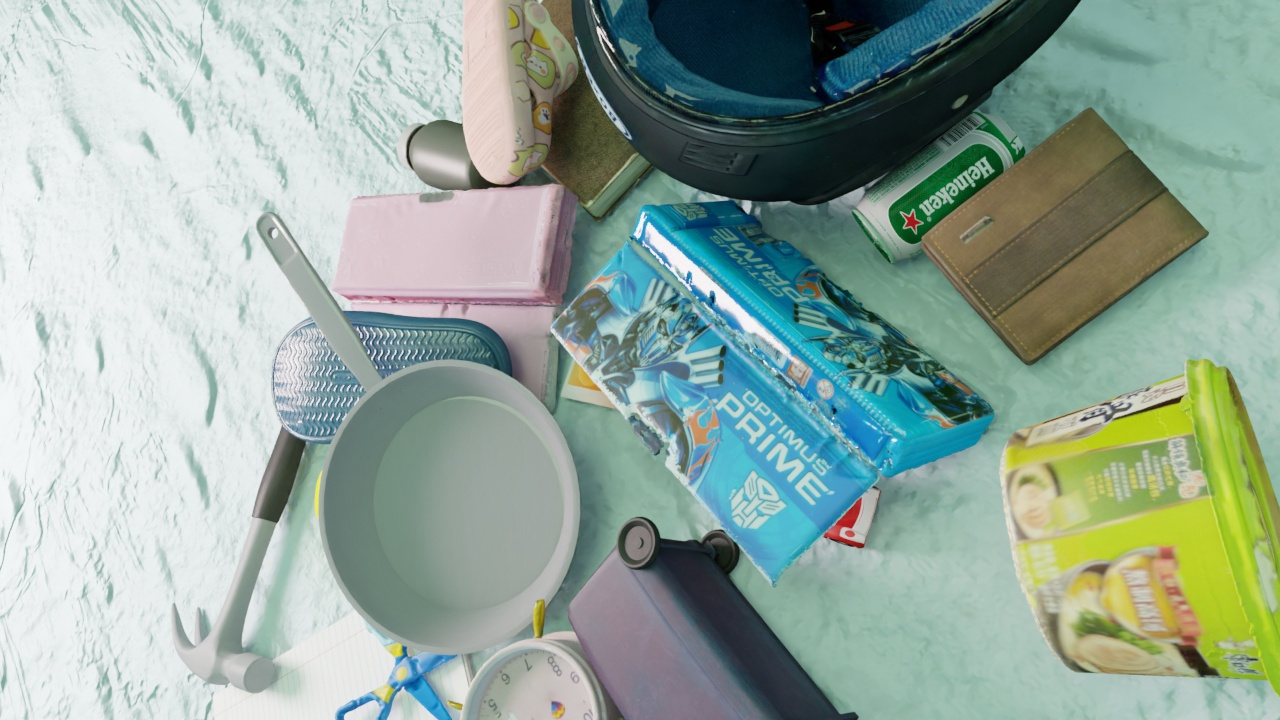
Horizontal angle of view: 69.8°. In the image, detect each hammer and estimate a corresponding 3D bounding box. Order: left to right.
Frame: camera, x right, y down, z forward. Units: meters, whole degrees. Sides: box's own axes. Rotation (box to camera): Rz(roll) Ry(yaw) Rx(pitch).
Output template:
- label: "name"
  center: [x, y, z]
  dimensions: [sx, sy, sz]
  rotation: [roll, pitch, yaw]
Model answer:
- label: "hammer"
  center: [-0.315, 0.113, 0.782]
  dimensions: [0.125, 0.029, 0.310]
  rotation: [2, 70, 34]

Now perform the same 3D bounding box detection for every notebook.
- label: "notebook"
  center: [-0.219, 0.282, 0.673]
  dimensions: [0.246, 0.013, 0.177]
  rotation: [-32, 57, 15]
- label: "notebook"
  center: [-0.029, -0.238, 0.757]
  dimensions: [0.190, 0.034, 0.215]
  rotation: [-45, 56, 6]

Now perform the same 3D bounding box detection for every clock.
- label: "clock"
  center: [-0.045, 0.239, 0.562]
  dimensions: [0.117, 0.058, 0.158]
  rotation: [-48, 56, 5]

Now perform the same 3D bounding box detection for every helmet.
- label: "helmet"
  center: [0.116, -0.237, 0.549]
  dimensions: [0.317, 0.235, 0.249]
  rotation: [-30, 90, 17]

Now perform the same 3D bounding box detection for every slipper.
- label: "slipper"
  center: [-0.196, 0.008, 0.717]
  dimensions: [0.214, 0.059, 0.104]
  rotation: [-5, 96, 17]
- label: "slipper"
  center: [-0.093, -0.230, 0.722]
  dimensions: [0.093, 0.081, 0.197]
  rotation: [-26, 67, 55]

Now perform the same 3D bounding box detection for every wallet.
- label: "wallet"
  center: [0.240, -0.070, 0.527]
  dimensions: [0.121, 0.027, 0.098]
  rotation: [-39, 75, 15]

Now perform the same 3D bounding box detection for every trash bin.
- label: "trash bin"
  center: [0.041, 0.176, 0.519]
  dimensions: [0.092, 0.093, 0.161]
  rotation: [-52, 53, 13]

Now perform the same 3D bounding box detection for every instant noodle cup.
- label: "instant noodle cup"
  center: [0.234, 0.078, 0.422]
  dimensions: [0.098, 0.146, 0.146]
  rotation: [-17, 63, 35]

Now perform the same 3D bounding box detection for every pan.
- label: "pan"
  center: [-0.176, 0.038, 0.658]
  dimensions: [0.201, 0.050, 0.356]
  rotation: [-37, 76, 11]

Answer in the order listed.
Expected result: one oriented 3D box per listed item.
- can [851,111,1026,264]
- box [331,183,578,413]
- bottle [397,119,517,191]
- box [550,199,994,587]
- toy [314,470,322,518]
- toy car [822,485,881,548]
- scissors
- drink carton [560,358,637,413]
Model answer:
- label: "can"
  center: [0.186, -0.108, 0.571]
  dimensions: [0.101, 0.053, 0.053]
  rotation: [-37, 57, 11]
- label: "box"
  center: [-0.160, -0.051, 0.739]
  dimensions: [0.233, 0.039, 0.179]
  rotation: [2, 83, 31]
- label: "bottle"
  center: [-0.158, -0.173, 0.789]
  dimensions: [0.108, 0.060, 0.060]
  rotation: [22, 83, 34]
- label: "box"
  center: [0.067, -0.009, 0.557]
  dimensions: [0.170, 0.071, 0.243]
  rotation: [-32, 54, -17]
- label: "toy"
  center: [-0.217, 0.107, 0.723]
  dimensions: [0.095, 0.041, 0.094]
  rotation: [28, 90, 32]
- label: "toy car"
  center: [0.102, 0.085, 0.560]
  dimensions: [0.090, 0.025, 0.038]
  rotation: [13, 78, 33]
- label: "scissors"
  center: [-0.170, 0.219, 0.659]
  dimensions: [0.125, 0.015, 0.127]
  rotation: [-29, 60, 13]
- label: "drink carton"
  center: [-0.004, 0.004, 0.651]
  dimensions: [0.122, 0.039, 0.069]
  rotation: [10, 77, 38]
